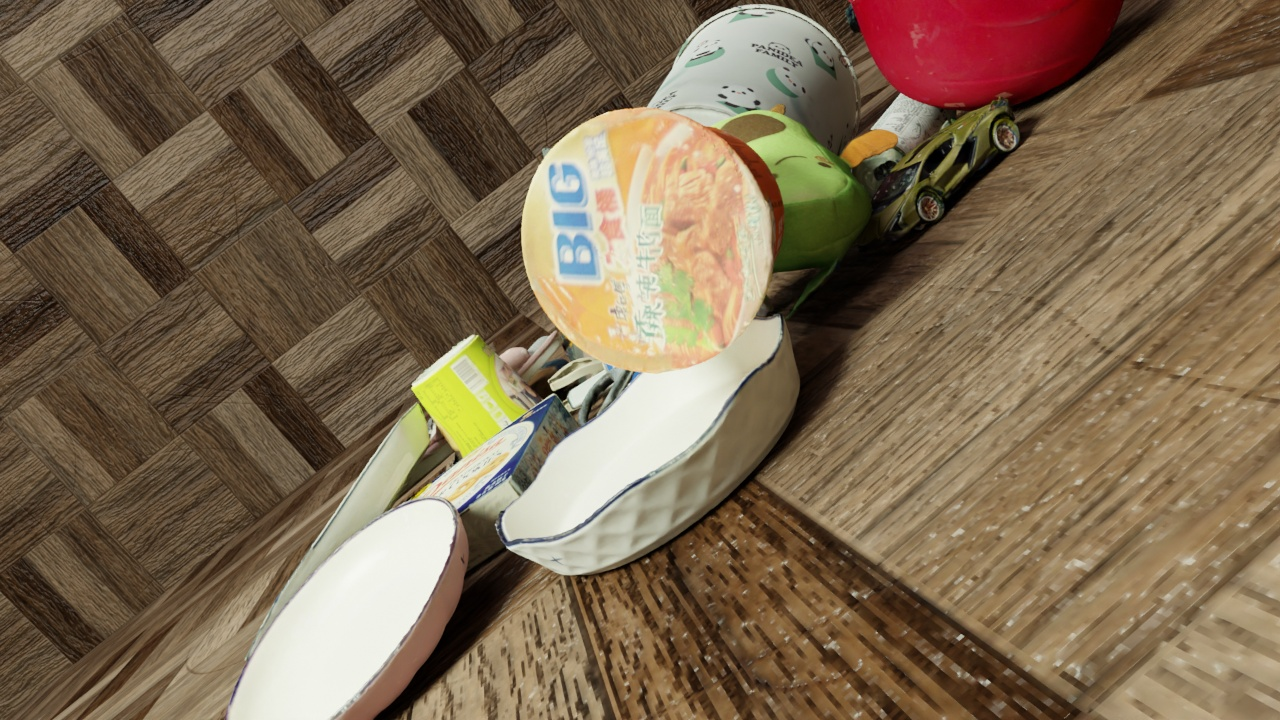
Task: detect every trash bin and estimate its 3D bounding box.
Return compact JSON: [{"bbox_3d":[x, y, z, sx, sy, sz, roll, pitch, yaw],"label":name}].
[{"bbox_3d":[0.101,-0.227,0.977,0.230,0.229,0.251,-30,19,37],"label":"trash bin"}]

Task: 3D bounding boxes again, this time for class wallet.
[{"bbox_3d":[-0.136,0.049,1.080,0.090,0.033,0.115,-22,22,54],"label":"wallet"}]

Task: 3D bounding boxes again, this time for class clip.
[{"bbox_3d":[-0.035,0.008,0.850,0.100,0.034,0.070,-32,17,-5],"label":"clip"}]

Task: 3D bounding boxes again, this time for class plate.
[{"bbox_3d":[0.009,0.050,0.538,0.205,0.045,0.204,-38,10,8],"label":"plate"},{"bbox_3d":[-0.265,0.159,0.839,0.265,0.034,0.162,-61,7,-27],"label":"plate"},{"bbox_3d":[-0.177,0.172,0.582,0.193,0.039,0.192,-33,25,17],"label":"plate"}]

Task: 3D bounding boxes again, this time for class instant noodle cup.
[{"bbox_3d":[0.019,-0.079,0.563,0.152,0.151,0.111,-33,3,26],"label":"instant noodle cup"},{"bbox_3d":[-0.150,0.045,0.876,0.112,0.123,0.111,-37,11,8],"label":"instant noodle cup"}]

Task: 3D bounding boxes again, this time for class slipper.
[{"bbox_3d":[-0.195,0.057,0.995,0.274,0.054,0.114,-43,4,-8],"label":"slipper"}]

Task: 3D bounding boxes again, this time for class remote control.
[{"bbox_3d":[-0.005,0.005,0.796,0.125,0.024,0.049,-30,-4,13],"label":"remote control"}]

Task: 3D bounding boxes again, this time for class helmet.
[{"bbox_3d":[0.279,-0.279,0.746,0.207,0.144,0.239,-14,15,8],"label":"helmet"}]

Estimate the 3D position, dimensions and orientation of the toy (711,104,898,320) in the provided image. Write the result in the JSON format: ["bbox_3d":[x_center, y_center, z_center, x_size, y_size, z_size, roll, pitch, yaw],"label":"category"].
[{"bbox_3d":[0.090,-0.131,0.691,0.227,0.090,0.246,-26,34,-7],"label":"toy"}]

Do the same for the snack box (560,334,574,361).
[{"bbox_3d":[-0.033,-0.034,1.050,0.113,0.053,0.125,-38,16,-1],"label":"snack box"}]

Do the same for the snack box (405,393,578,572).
[{"bbox_3d":[-0.141,0.120,0.743,0.178,0.046,0.182,-35,11,14],"label":"snack box"}]

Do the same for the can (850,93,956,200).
[{"bbox_3d":[0.227,-0.188,0.790,0.058,0.058,0.146,-28,14,43],"label":"can"}]

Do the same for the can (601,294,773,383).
[{"bbox_3d":[0.037,-0.022,0.728,0.135,0.053,0.053,-35,11,16],"label":"can"}]

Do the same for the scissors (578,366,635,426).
[{"bbox_3d":[0.009,-0.014,0.695,0.159,0.014,0.178,-39,36,7],"label":"scissors"}]

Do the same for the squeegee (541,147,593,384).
[{"bbox_3d":[0.031,-0.095,0.895,0.250,0.248,0.040,2,16,32],"label":"squeegee"}]

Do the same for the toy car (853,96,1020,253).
[{"bbox_3d":[0.211,-0.134,0.664,0.158,0.042,0.070,-44,11,-18],"label":"toy car"}]

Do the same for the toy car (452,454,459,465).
[{"bbox_3d":[-0.178,0.104,0.973,0.042,0.034,0.091,-45,11,-17],"label":"toy car"}]
